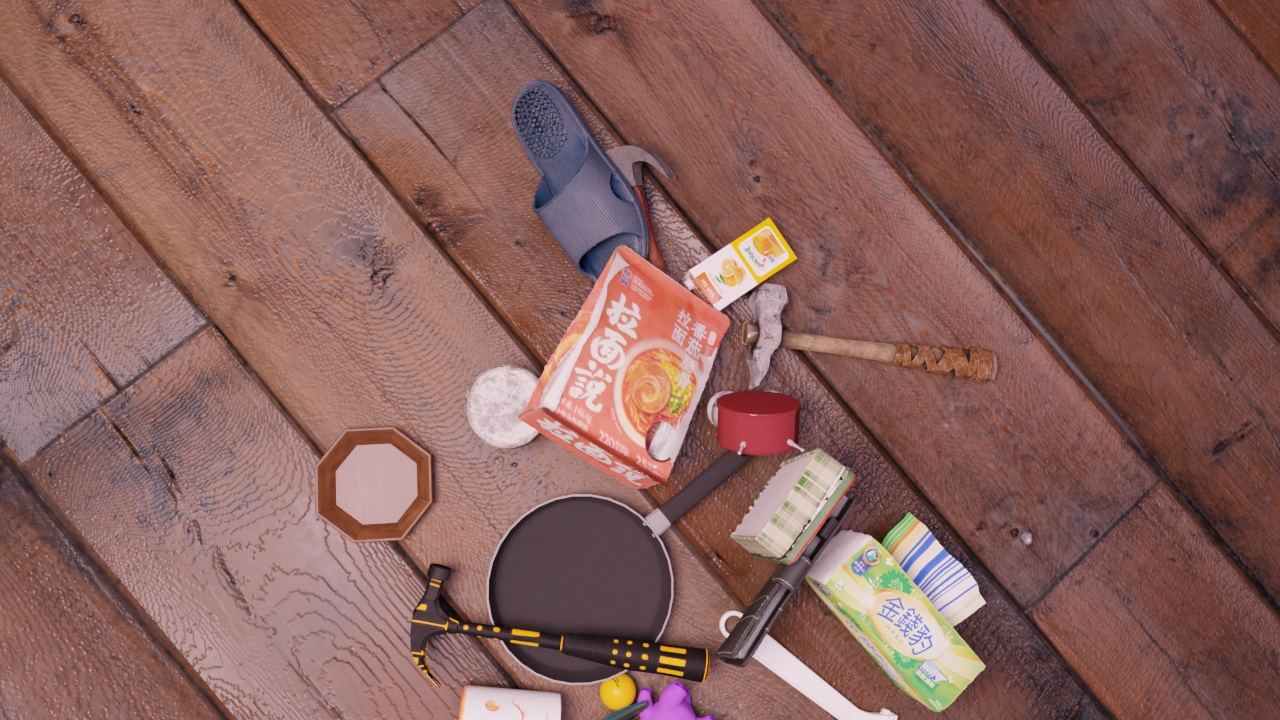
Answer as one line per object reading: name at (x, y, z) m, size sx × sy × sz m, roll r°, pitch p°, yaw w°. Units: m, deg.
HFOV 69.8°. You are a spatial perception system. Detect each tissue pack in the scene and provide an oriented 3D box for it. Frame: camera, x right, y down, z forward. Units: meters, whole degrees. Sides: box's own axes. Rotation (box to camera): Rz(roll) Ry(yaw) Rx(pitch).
tissue pack at (0.300, 0.265, 1.030) m, size 0.141 × 0.120 × 0.197 m, roll -41°, pitch 96°, yaw -8°

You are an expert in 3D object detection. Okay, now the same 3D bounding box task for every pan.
pan at (-0.009, 0.204, 1.028) m, size 0.355 × 0.044 × 0.204 m, roll -39°, pitch 90°, yaw -9°

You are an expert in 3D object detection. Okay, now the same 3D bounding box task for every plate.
plate at (-0.291, 0.136, 1.009) m, size 0.131 × 0.025 × 0.131 m, roll 1°, pitch 84°, yaw -7°

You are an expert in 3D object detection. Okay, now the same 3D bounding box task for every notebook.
notebook at (0.153, 0.233, 0.976) m, size 0.029 × 0.170 × 0.208 m, roll 33°, pitch 75°, yaw 11°

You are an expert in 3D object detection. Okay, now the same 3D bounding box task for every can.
can at (-0.146, 0.053, 1.012) m, size 0.090 × 0.075 × 0.090 m, roll 1°, pitch 84°, yaw -6°

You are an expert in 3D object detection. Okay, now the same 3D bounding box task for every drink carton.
drink carton at (0.114, -0.107, 1.079) m, size 0.122 × 0.040 × 0.058 m, roll -34°, pitch 89°, yaw -9°

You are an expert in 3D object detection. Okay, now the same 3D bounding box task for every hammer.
hammer at (0.018, -0.099, 1.056) m, size 0.111 × 0.028 × 0.300 m, roll -15°, pitch 93°, yaw 29°
hammer at (0.273, -0.010, 1.085) m, size 0.318 × 0.049 × 0.121 m, roll 7°, pitch 77°, yaw -10°
hammer at (-0.083, 0.303, 0.974) m, size 0.320 × 0.036 × 0.123 m, roll 11°, pitch 85°, yaw -4°

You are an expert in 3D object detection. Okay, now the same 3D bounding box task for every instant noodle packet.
instant noodle packet at (-0.006, 0.006, 0.990) m, size 0.164 × 0.084 × 0.220 m, roll 33°, pitch 68°, yaw -18°

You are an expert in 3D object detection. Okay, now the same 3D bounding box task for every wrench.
wrench at (0.201, 0.377, 1.051) m, size 0.273 × 0.018 × 0.066 m, roll 38°, pitch 81°, yaw -1°

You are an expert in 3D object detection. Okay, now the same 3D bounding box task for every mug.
mug at (-0.141, 0.391, 0.973) m, size 0.105 × 0.082 × 0.082 m, roll 7°, pitch 83°, yaw -8°

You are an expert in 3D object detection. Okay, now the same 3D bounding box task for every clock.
clock at (0.128, 0.065, 1.017) m, size 0.096 × 0.137 × 0.048 m, roll -2°, pitch 104°, yaw -8°

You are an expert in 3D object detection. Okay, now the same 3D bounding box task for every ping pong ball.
ping pong ball at (-0.025, 0.364, 1.011) m, size 0.040 × 0.040 × 0.040 m, roll 1°, pitch 84°, yaw -7°

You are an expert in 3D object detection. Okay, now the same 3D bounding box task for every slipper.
slipper at (-0.080, -0.199, 1.026) m, size 0.101 × 0.082 × 0.263 m, roll -31°, pitch 83°, yaw 28°

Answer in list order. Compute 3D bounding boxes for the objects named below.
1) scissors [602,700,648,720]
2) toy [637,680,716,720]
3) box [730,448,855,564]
scissors at (-0.046, 0.409, 0.989) m, size 0.144 × 0.126 × 0.019 m, roll -54°, pitch 127°, yaw -19°
toy at (0.030, 0.401, 1.008) m, size 0.088 × 0.056 × 0.106 m, roll -42°, pitch 97°, yaw -6°
box at (0.156, 0.158, 0.974) m, size 0.050 × 0.206 × 0.117 m, roll 35°, pitch 79°, yaw 5°
